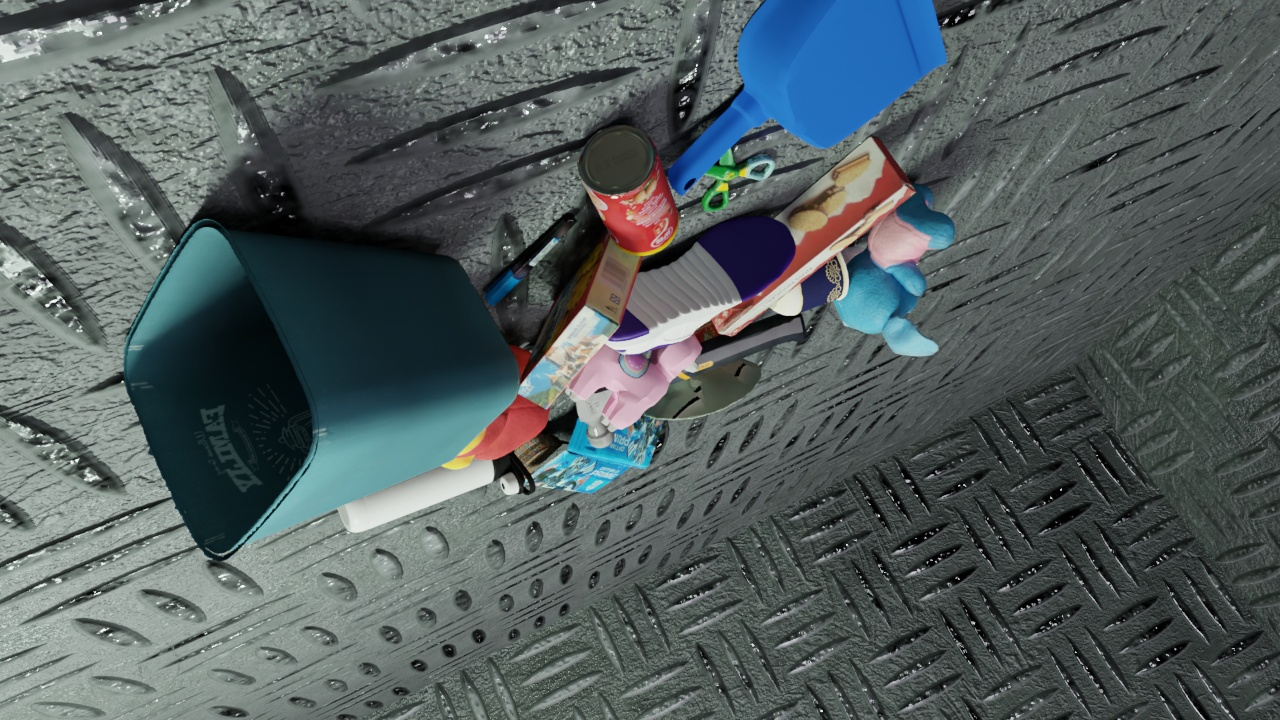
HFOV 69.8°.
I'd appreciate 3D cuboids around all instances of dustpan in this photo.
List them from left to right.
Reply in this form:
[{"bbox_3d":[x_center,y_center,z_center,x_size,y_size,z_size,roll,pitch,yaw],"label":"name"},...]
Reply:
[{"bbox_3d":[0.132,-0.228,0.791,0.258,0.059,0.245,-44,157,12],"label":"dustpan"}]

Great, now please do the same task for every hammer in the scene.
[{"bbox_3d":[0.064,0.008,1.177,0.312,0.035,0.139,-20,130,-1],"label":"hammer"}]

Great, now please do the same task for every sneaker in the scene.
[{"bbox_3d":[0.061,-0.072,1.032,0.244,0.091,0.111,-24,163,-6],"label":"sneaker"}]

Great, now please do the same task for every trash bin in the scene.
[{"bbox_3d":[-0.235,0.013,0.715,0.200,0.196,0.218,-41,163,32],"label":"trash bin"}]

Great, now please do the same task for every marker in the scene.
[{"bbox_3d":[-0.104,-0.095,0.862,0.123,0.015,0.018,-41,160,23],"label":"marker"}]

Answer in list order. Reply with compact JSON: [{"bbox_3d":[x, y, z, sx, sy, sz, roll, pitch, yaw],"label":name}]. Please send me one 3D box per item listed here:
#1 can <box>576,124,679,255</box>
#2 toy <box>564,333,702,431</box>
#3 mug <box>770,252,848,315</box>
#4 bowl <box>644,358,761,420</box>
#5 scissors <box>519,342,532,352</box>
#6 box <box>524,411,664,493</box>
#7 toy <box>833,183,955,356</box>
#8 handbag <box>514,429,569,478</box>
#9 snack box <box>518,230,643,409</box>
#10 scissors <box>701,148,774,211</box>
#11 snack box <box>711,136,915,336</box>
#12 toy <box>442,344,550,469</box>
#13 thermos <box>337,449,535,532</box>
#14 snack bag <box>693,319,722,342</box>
[{"bbox_3d":[-0.008,-0.144,0.793,0.067,0.066,0.124,-29,160,1],"label":"can"},{"bbox_3d":[-0.007,0.006,1.095,0.157,0.123,0.067,-49,-166,-2],"label":"toy"},{"bbox_3d":[0.194,-0.098,1.151,0.089,0.085,0.112,-21,171,-14],"label":"mug"},{"bbox_3d":[0.075,0.014,1.265,0.174,0.068,0.174,-17,-160,6],"label":"bowl"},{"bbox_3d":[-0.177,0.017,1.041,0.134,0.016,0.083,-27,156,-18],"label":"scissors"},{"bbox_3d":[-0.053,0.137,1.345,0.175,0.060,0.243,-53,156,4],"label":"box"},{"bbox_3d":[0.315,-0.113,1.136,0.099,0.223,0.192,13,122,-22],"label":"toy"},{"bbox_3d":[-0.131,0.140,1.350,0.094,0.043,0.195,-42,157,19],"label":"handbag"},{"bbox_3d":[-0.055,-0.046,0.882,0.040,0.142,0.145,31,132,-14],"label":"snack box"},{"bbox_3d":[0.093,-0.189,0.898,0.108,0.012,0.132,-28,161,-4],"label":"scissors"},{"bbox_3d":[0.180,-0.136,1.050,0.274,0.076,0.044,-39,155,27],"label":"snack box"},{"bbox_3d":[-0.157,0.043,0.938,0.147,0.099,0.216,-68,167,4],"label":"toy"},{"bbox_3d":[-0.255,0.160,1.149,0.229,0.101,0.069,-18,154,-30],"label":"thermos"},{"bbox_3d":[0.118,-0.055,1.227,0.155,0.044,0.087,-28,174,-20],"label":"snack bag"}]
